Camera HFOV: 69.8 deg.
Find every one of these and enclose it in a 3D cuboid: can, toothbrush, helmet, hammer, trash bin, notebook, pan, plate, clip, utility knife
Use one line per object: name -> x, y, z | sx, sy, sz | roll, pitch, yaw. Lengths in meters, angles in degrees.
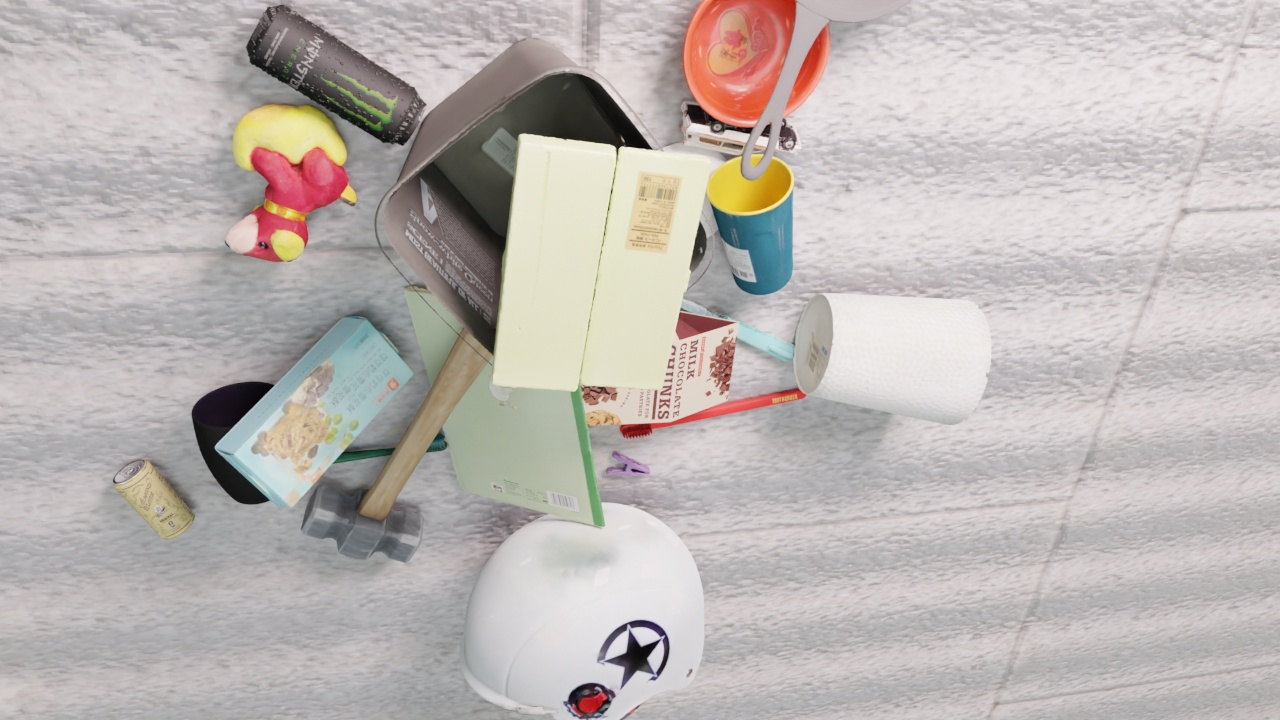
can -> -0.486, 0.139, 0.918 | 0.038, 0.038, 0.079 | -23, 123, 1
toothbrush -> 0.082, 0.059, 1.010 | 0.212, 0.018, 0.012 | -11, 122, -6
toothbrush -> -0.295, 0.095, 0.944 | 0.189, 0.016, 0.017 | -7, 125, -7
helmet -> -0.064, 0.244, 0.966 | 0.263, 0.236, 0.164 | -9, 117, -15
hammer -> -0.223, 0.084, 0.901 | 0.117, 0.051, 0.324 | 23, 124, -23
can -> -0.244, -0.228, 0.740 | 0.137, 0.054, 0.054 | 29, 110, -26
trash bin -> 0.253, -0.008, 0.948 | 0.161, 0.133, 0.133 | 7, 119, -11
notebook -> -0.129, 0.050, 0.897 | 0.182, 0.010, 0.253 | 10, 126, 26
pan -> 0.149, -0.316, 0.744 | 0.216, 0.024, 0.354 | 18, 96, -24
plate -> 0.043, -0.152, 0.868 | 0.104, 0.026, 0.104 | -6, 122, -10
clip -> -0.015, 0.115, 1.026 | 0.050, 0.014, 0.046 | -11, 120, -3
utility knife -> 0.095, -0.035, 0.956 | 0.177, 0.015, 0.022 | 23, 112, -26
trash bin -> -0.083, -0.139, 0.732 | 0.198, 0.220, 0.197 | -35, 122, 9

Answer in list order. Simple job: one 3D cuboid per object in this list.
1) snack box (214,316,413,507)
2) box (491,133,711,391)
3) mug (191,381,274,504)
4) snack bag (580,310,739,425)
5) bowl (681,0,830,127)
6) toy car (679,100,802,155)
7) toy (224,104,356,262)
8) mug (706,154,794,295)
snack box -> -0.295, 0.044, 0.842 | 0.174, 0.053, 0.075 | -52, 127, -26
box -> -0.030, -0.060, 0.647 | 0.137, 0.024, 0.187 | 3, 120, -17
mug -> -0.363, 0.078, 0.891 | 0.118, 0.085, 0.100 | -23, 128, -34
snack bag -> -0.005, 0.005, 0.927 | 0.206, 0.069, 0.094 | -2, 122, -11
bowl -> 0.095, -0.272, 0.795 | 0.130, 0.045, 0.131 | -6, 122, -10
toy car -> 0.090, -0.207, 0.841 | 0.113, 0.039, 0.039 | 8, 139, -18
toy -> -0.295, -0.149, 0.780 | 0.105, 0.067, 0.137 | 12, 105, -22
mug -> 0.109, -0.121, 0.862 | 0.078, 0.078, 0.121 | -19, 141, -1
